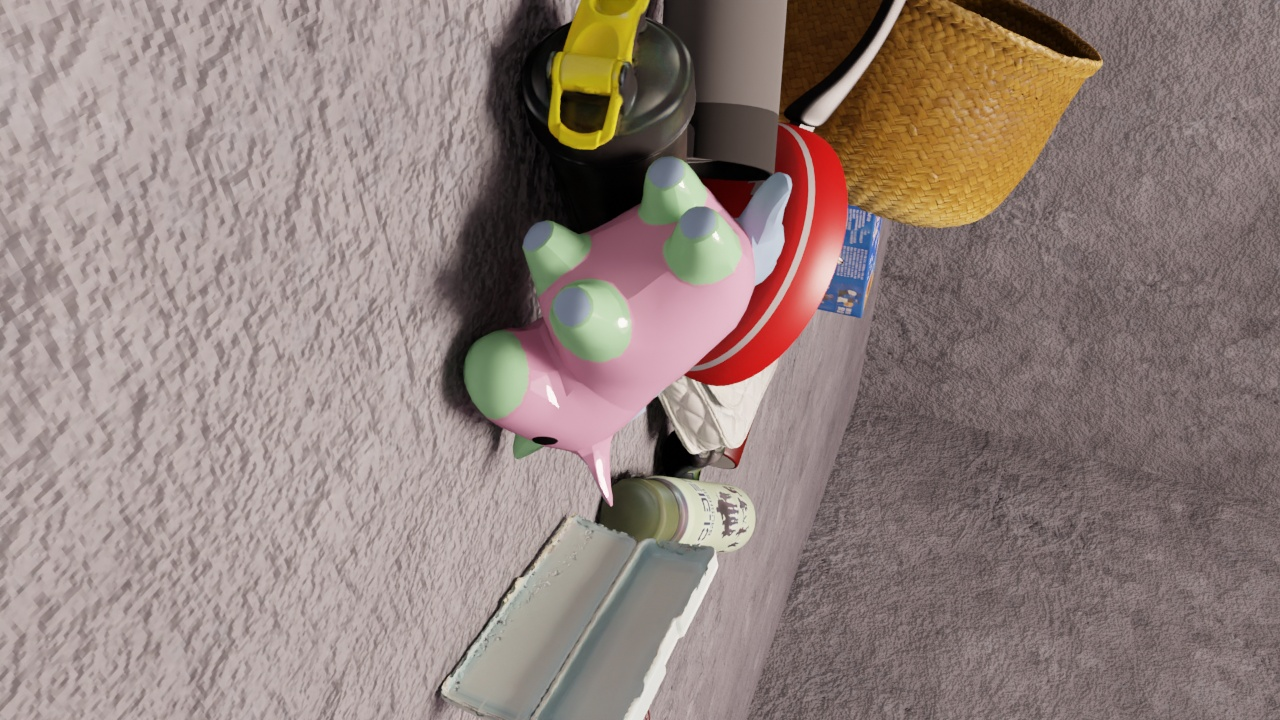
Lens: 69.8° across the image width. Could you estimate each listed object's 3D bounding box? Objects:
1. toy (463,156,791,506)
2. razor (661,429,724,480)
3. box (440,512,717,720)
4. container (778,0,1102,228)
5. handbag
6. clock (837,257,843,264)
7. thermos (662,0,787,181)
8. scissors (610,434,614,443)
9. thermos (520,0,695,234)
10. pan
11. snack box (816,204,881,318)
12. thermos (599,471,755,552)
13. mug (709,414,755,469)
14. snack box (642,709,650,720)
[{"bbox_3d":[-0.003,-0.020,0.535,0.222,0.120,0.171,-29,149,3],"label":"toy"},{"bbox_3d":[0.058,0.117,1.008,0.152,0.067,0.053,85,6,-59],"label":"razor"},{"bbox_3d":[-0.035,0.191,0.660,0.196,0.135,0.041,-50,140,-53],"label":"box"},{"bbox_3d":[0.243,-0.263,0.856,0.306,0.307,0.197,-47,164,-56],"label":"container"},{"bbox_3d":[0.085,-0.008,0.935,0.139,0.073,0.194,63,36,-26],"label":"handbag"},{"bbox_3d":[0.144,-0.144,0.951,0.155,0.115,0.064,53,45,-36],"label":"clock"},{"bbox_3d":[0.057,-0.246,0.611,0.082,0.082,0.240,-14,108,-70],"label":"thermos"},{"bbox_3d":[0.000,0.008,0.819,0.121,0.013,0.171,-18,119,-67],"label":"scissors"},{"bbox_3d":[-0.012,-0.114,0.561,0.221,0.098,0.098,83,28,-61],"label":"thermos"},{"bbox_3d":[0.104,-0.149,0.694,0.067,0.209,0.356,19,104,-30],"label":"pan"},{"bbox_3d":[0.194,-0.145,1.060,0.203,0.155,0.069,76,30,-57],"label":"snack box"},{"bbox_3d":[0.039,0.153,0.919,0.231,0.082,0.082,19,86,-61],"label":"thermos"},{"bbox_3d":[0.085,0.077,1.069,0.082,0.073,0.106,-69,-169,-19],"label":"mug"},{"bbox_3d":[-0.040,0.377,0.911,0.121,0.072,0.072,-13,117,-71],"label":"snack box"}]
